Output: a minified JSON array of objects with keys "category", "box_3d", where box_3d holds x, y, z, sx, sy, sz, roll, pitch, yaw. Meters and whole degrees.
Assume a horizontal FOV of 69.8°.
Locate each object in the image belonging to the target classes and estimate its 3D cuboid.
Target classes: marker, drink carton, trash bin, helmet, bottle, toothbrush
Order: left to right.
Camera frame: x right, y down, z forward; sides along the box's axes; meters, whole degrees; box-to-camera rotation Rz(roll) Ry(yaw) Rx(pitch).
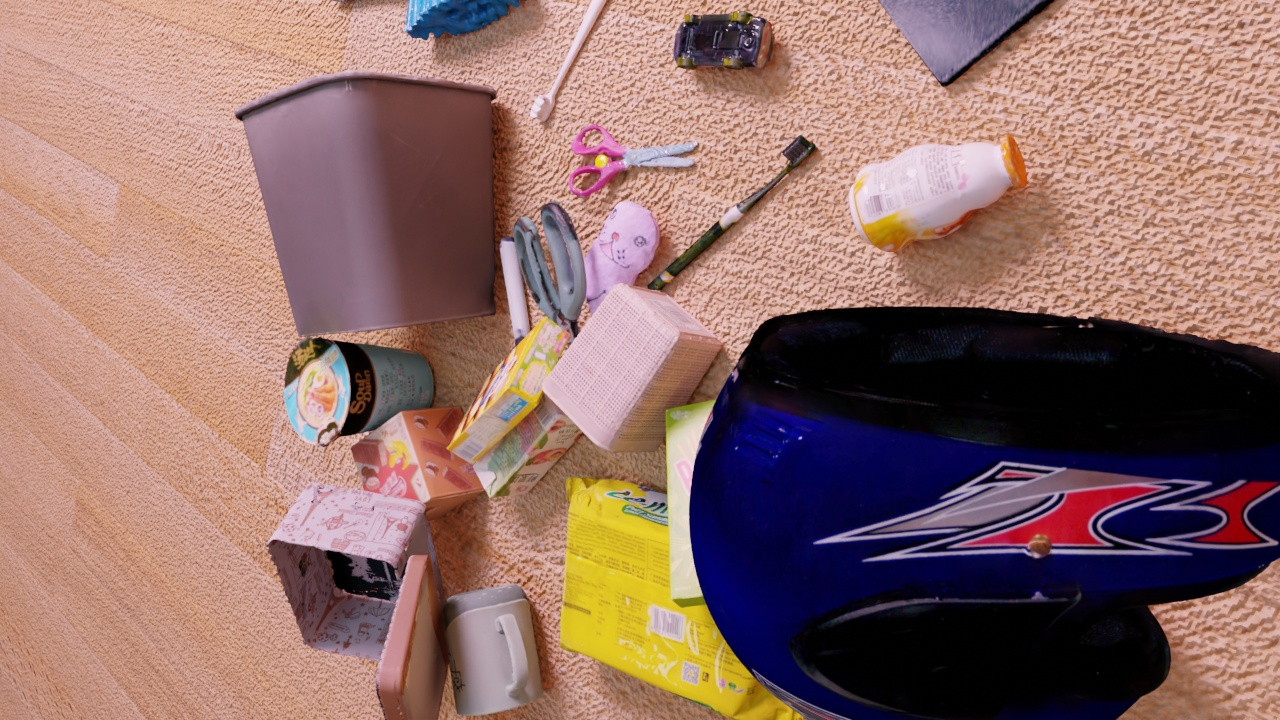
[{"category":"trash bin","box_3d":[-0.246,-0.140,0.874,0.199,0.198,0.220,-1,98,38]},{"category":"marker","box_3d":[-0.119,-0.054,0.880,0.023,0.018,0.130,-15,83,46]},{"category":"drink carton","box_3d":[-0.100,0.073,0.848,0.123,0.053,0.045,-48,63,28]},{"category":"toothbrush","box_3d":[-0.054,-0.295,0.822,0.016,0.016,0.180,44,116,25]},{"category":"toothbrush","box_3d":[0.067,-0.113,0.737,0.186,0.017,0.012,-41,30,31]},{"category":"bottle","box_3d":[0.197,-0.114,0.610,0.109,0.063,0.063,-17,82,37]},{"category":"helmet","box_3d":[0.186,0.103,0.527,0.316,0.246,0.241,3,110,14]}]

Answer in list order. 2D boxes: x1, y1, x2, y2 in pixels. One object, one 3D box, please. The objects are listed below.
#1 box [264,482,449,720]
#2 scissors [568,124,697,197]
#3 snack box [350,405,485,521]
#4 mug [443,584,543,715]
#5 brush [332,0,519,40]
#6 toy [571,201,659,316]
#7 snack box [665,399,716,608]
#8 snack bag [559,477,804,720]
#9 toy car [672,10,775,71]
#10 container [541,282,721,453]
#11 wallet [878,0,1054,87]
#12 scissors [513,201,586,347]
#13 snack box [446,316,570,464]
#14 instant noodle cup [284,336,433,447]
[{"category":"box","box_3d":[-0.267,0.247,0.857,0.158,0.217,0.181,2,132,0]},{"category":"scissors","box_3d":[-0.007,-0.183,0.795,0.137,0.017,0.072,-4,79,33]},{"category":"snack box","box_3d":[-0.224,0.108,0.928,0.093,0.076,0.094,-31,74,33]},{"category":"mug","box_3d":[-0.134,0.267,0.854,0.112,0.082,0.106,-26,71,59]},{"category":"brush","box_3d":[-0.229,-0.376,0.934,0.315,0.060,0.109,-6,82,39]},{"category":"toy","box_3d":[-0.022,-0.090,0.792,0.084,0.038,0.108,54,125,28]},{"category":"snack box","box_3d":[0.063,0.102,0.691,0.086,0.026,0.156,-11,58,18]},{"category":"snack bag","box_3d":[0.030,0.194,0.746,0.247,0.068,0.158,8,97,36]},{"category":"toy car","box_3d":[0.064,-0.249,0.724,0.090,0.035,0.042,18,101,41]},{"category":"container","box_3d":[-0.004,0.004,0.749,0.090,0.089,0.111,43,109,27]},{"category":"wallet","box_3d":[0.213,-0.262,0.622,0.097,0.019,0.120,-39,71,30]},{"category":"scissors","box_3d":[-0.066,-0.060,0.808,0.179,0.019,0.162,68,153,10]},{"category":"snack box","box_3d":[-0.119,0.029,0.824,0.033,0.086,0.141,36,139,-16]},{"category":"instant noodle cup","box_3d":[-0.282,0.030,0.942,0.111,0.120,0.111,0,90,37]}]
